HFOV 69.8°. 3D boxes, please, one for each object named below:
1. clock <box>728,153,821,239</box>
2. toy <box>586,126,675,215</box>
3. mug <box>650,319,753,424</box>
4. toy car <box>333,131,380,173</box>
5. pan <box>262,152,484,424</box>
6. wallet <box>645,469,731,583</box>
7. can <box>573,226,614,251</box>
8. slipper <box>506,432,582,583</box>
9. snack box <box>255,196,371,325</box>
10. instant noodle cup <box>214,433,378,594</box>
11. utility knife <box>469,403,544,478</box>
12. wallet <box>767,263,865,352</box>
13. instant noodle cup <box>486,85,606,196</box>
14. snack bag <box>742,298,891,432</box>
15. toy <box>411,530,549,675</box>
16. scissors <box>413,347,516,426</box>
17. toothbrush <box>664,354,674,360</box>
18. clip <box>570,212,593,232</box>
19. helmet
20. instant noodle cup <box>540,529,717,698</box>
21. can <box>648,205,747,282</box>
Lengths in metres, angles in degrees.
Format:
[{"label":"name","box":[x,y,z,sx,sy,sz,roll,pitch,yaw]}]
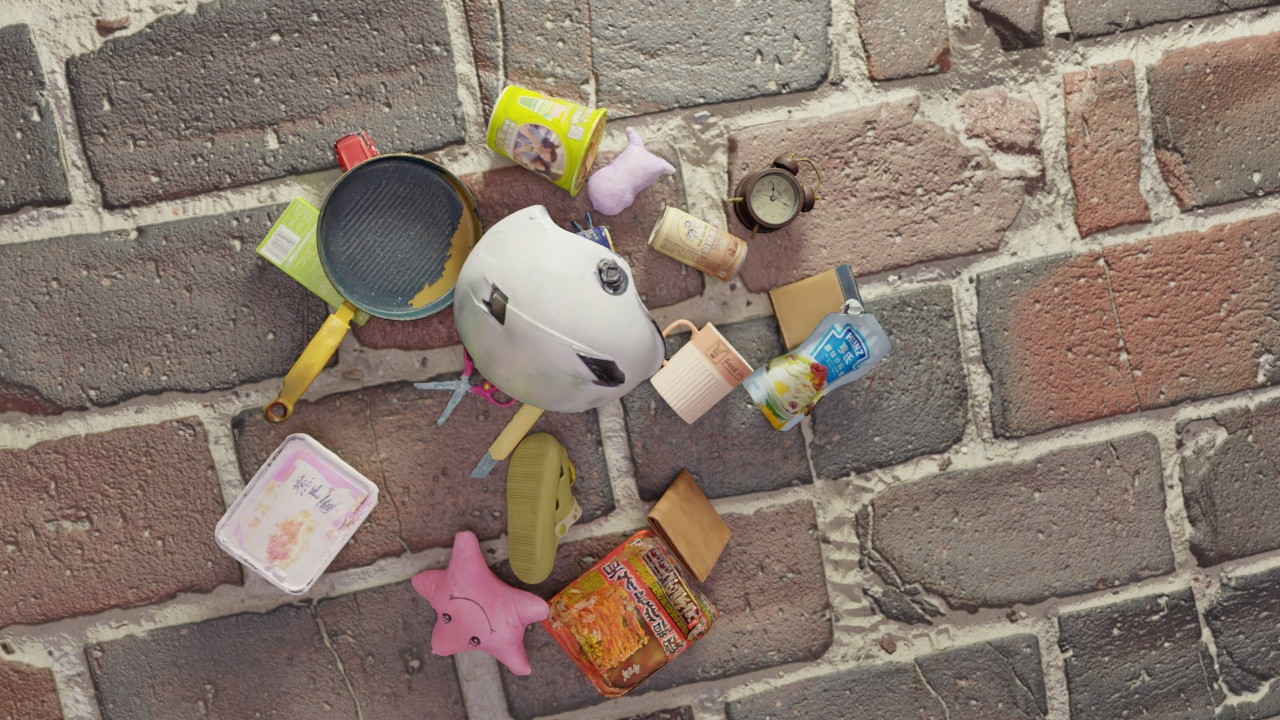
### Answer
[{"label":"clock","box":[0.174,-0.212,1.170,0.122,0.055,0.082,-33,98,-4]},{"label":"toy","box":[-0.022,-0.232,1.156,0.108,0.039,0.084,-43,84,4]},{"label":"mug","box":[0.067,0.006,1.164,0.106,0.081,0.114,-42,97,6]},{"label":"toy car","box":[-0.333,-0.220,1.121,0.053,0.045,0.120,-25,100,-2]},{"label":"pan","box":[-0.327,-0.080,1.078,0.197,0.078,0.357,39,82,-26]},{"label":"wallet","box":[0.065,0.215,1.190,0.020,0.101,0.115,-26,104,42]},{"label":"can","box":[-0.051,-0.092,1.140,0.049,0.074,0.148,-16,115,-7]},{"label":"slipper","box":[-0.122,0.188,1.175,0.081,0.092,0.190,8,85,-46]},{"label":"snack box","box":[-0.382,-0.122,1.134,0.156,0.026,0.086,36,91,-8]},{"label":"instant noodle cup","box":[-0.423,0.186,1.145,0.138,0.060,0.173,38,90,-8]},{"label":"utility knife","box":[-0.156,0.080,1.182,0.031,0.020,0.188,38,85,10]},{"label":"wallet","box":[0.233,-0.067,1.204,0.115,0.033,0.090,-19,95,-3]},{"label":"instant noodle cup","box":[-0.117,-0.274,1.112,0.123,0.111,0.111,23,93,-1]},{"label":"snack bag","box":[0.231,0.007,1.192,0.191,0.039,0.110,-37,113,5]},{"label":"toy","box":[-0.207,0.328,1.171,0.194,0.074,0.179,43,113,3]},{"label":"scissors","box":[-0.223,0.024,1.173,0.133,0.017,0.131,1,98,-3]},{"label":"toothbrush","box":[-0.007,0.007,1.195,0.189,0.014,0.017,-17,77,-6]},{"label":"clip","box":[-0.065,-0.158,1.167,0.045,0.027,0.058,-33,102,-10]},{"label":"helmet","box":[-0.111,-0.032,1.057,0.258,0.230,0.145,43,53,-3]},{"label":"instant noodle cup","box":[-0.017,0.325,1.193,0.189,0.079,0.164,-36,98,-3]},{"label":"can","box":[0.073,-0.147,1.164,0.116,0.058,0.058,24,93,-8]}]
